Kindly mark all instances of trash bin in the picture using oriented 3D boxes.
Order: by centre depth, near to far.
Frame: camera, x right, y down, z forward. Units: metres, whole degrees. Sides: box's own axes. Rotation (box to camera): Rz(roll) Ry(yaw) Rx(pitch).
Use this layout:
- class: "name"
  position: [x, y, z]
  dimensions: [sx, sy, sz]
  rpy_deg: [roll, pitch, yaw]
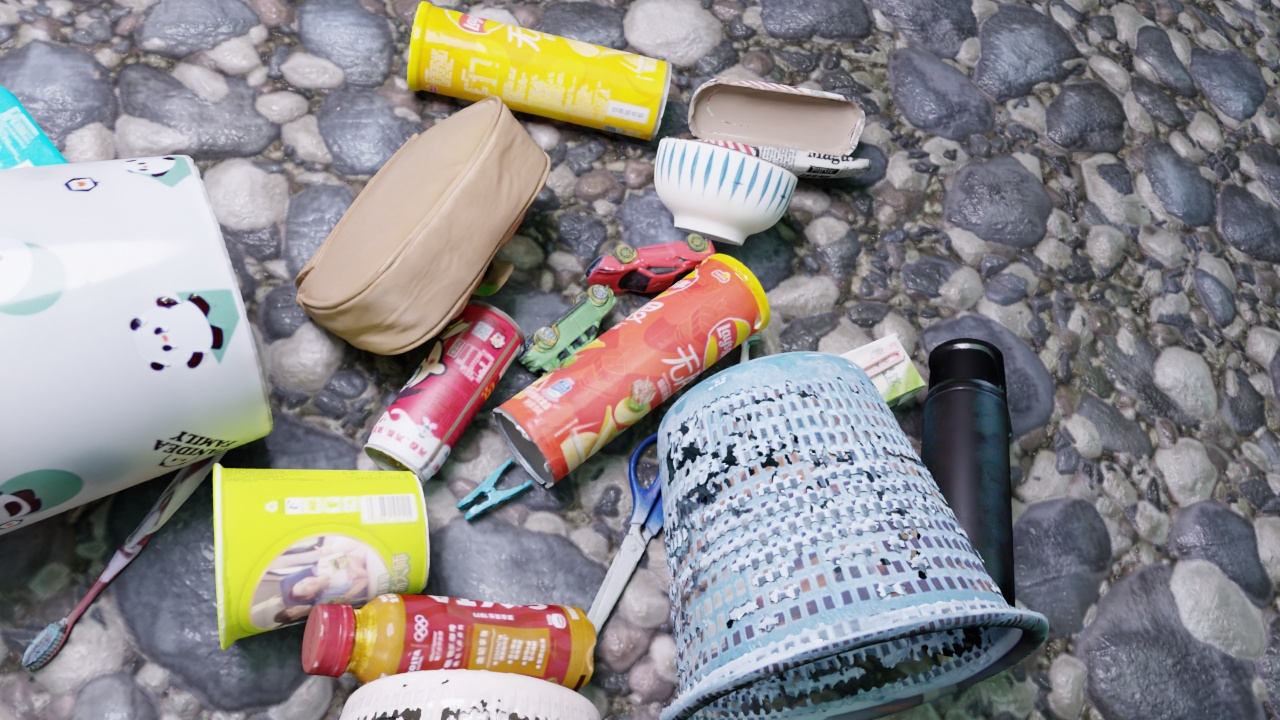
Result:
- class: "trash bin"
  position: [-0.098, 0.279, 0.484]
  dimensions: [0.227, 0.228, 0.191]
  rpy_deg: [8, 53, -10]
- class: "trash bin"
  position: [-0.368, -0.006, 0.532]
  dimensions: [0.251, 0.230, 0.229]
  rpy_deg: [-17, 72, -26]
- class: "trash bin"
  position: [0.103, 0.111, 0.576]
  dimensions: [0.226, 0.227, 0.194]
  rpy_deg: [-4, 56, -15]

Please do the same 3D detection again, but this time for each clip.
- class: "clip"
  position: [-0.106, 0.094, 0.658]
  dimensions: [0.055, 0.014, 0.039]
  rpy_deg: [-36, 79, -24]

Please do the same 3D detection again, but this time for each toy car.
- class: "toy car"
  position: [-0.054, -0.024, 0.704]
  dimensions: [0.091, 0.043, 0.036]
  rpy_deg: [-45, 99, -17]
- class: "toy car"
  position: [0.008, -0.073, 0.738]
  dimensions: [0.106, 0.049, 0.031]
  rpy_deg: [-9, 68, -18]

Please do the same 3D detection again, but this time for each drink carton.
- class: "drink carton"
  position: [0.164, 0.024, 0.735]
  dimensions: [0.122, 0.046, 0.053]
  rpy_deg: [-20, 72, -21]

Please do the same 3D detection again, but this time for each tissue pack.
- class: "tissue pack"
  position: [-0.457, -0.127, 0.648]
  dimensions: [0.093, 0.050, 0.133]
  rpy_deg: [-38, 80, -23]

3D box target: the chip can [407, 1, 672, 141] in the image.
- class: "chip can"
  position: [-0.084, -0.242, 0.774]
  dimensions: [0.213, 0.072, 0.072]
  rpy_deg: [10, 65, -9]

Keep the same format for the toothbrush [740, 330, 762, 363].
- class: "toothbrush"
  position: [0.075, 0.068, 0.705]
  dimensions: [0.026, 0.027, 0.224]
  rpy_deg: [35, 54, -45]

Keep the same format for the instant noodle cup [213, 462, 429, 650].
- class: "instant noodle cup"
  position: [-0.200, 0.116, 0.580]
  dimensions: [0.123, 0.112, 0.111]
  rpy_deg: [-2, 68, -24]

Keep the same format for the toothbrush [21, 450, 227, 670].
- class: "toothbrush"
  position: [-0.326, 0.114, 0.593]
  dimensions: [0.016, 0.017, 0.187]
  rpy_deg: [32, 64, 0]

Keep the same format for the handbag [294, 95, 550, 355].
- class: "handbag"
  position: [-0.154, -0.091, 0.666]
  dimensions: [0.100, 0.148, 0.204]
  rpy_deg: [50, 58, -34]

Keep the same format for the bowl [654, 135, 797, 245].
- class: "bowl"
  position: [0.064, -0.133, 0.750]
  dimensions: [0.116, 0.116, 0.066]
  rpy_deg: [15, 95, -7]

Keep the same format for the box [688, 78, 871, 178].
- class: "box"
  position: [0.124, -0.191, 0.803]
  dimensions: [0.162, 0.076, 0.088]
  rpy_deg: [5, 42, -15]

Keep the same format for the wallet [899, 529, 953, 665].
- class: "wallet"
  position: [0.242, 0.167, 0.705]
  dimensions: [0.087, 0.024, 0.115]
  rpy_deg: [-15, 69, -22]

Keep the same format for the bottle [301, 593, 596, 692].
- class: "bottle"
  position: [-0.115, 0.176, 0.567]
  dimensions: [0.174, 0.058, 0.057]
  rpy_deg: [12, 63, -29]

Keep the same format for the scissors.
- class: "scissors"
  position: [0.008, 0.135, 0.669]
  dimensions: [0.108, 0.012, 0.174]
  rpy_deg: [8, 67, -10]

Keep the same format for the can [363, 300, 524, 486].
- class: "can"
  position: [-0.139, 0.023, 0.658]
  dimensions: [0.053, 0.053, 0.132]
  rpy_deg: [31, 64, 1]

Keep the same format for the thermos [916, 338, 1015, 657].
- class: "thermos"
  position: [0.255, 0.101, 0.696]
  dimensions: [0.090, 0.069, 0.241]
  rpy_deg: [31, 54, -22]

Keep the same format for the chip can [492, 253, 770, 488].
- class: "chip can"
  position: [-0.004, 0.004, 0.683]
  dimensions: [0.216, 0.073, 0.073]
  rpy_deg: [-36, 79, -19]
